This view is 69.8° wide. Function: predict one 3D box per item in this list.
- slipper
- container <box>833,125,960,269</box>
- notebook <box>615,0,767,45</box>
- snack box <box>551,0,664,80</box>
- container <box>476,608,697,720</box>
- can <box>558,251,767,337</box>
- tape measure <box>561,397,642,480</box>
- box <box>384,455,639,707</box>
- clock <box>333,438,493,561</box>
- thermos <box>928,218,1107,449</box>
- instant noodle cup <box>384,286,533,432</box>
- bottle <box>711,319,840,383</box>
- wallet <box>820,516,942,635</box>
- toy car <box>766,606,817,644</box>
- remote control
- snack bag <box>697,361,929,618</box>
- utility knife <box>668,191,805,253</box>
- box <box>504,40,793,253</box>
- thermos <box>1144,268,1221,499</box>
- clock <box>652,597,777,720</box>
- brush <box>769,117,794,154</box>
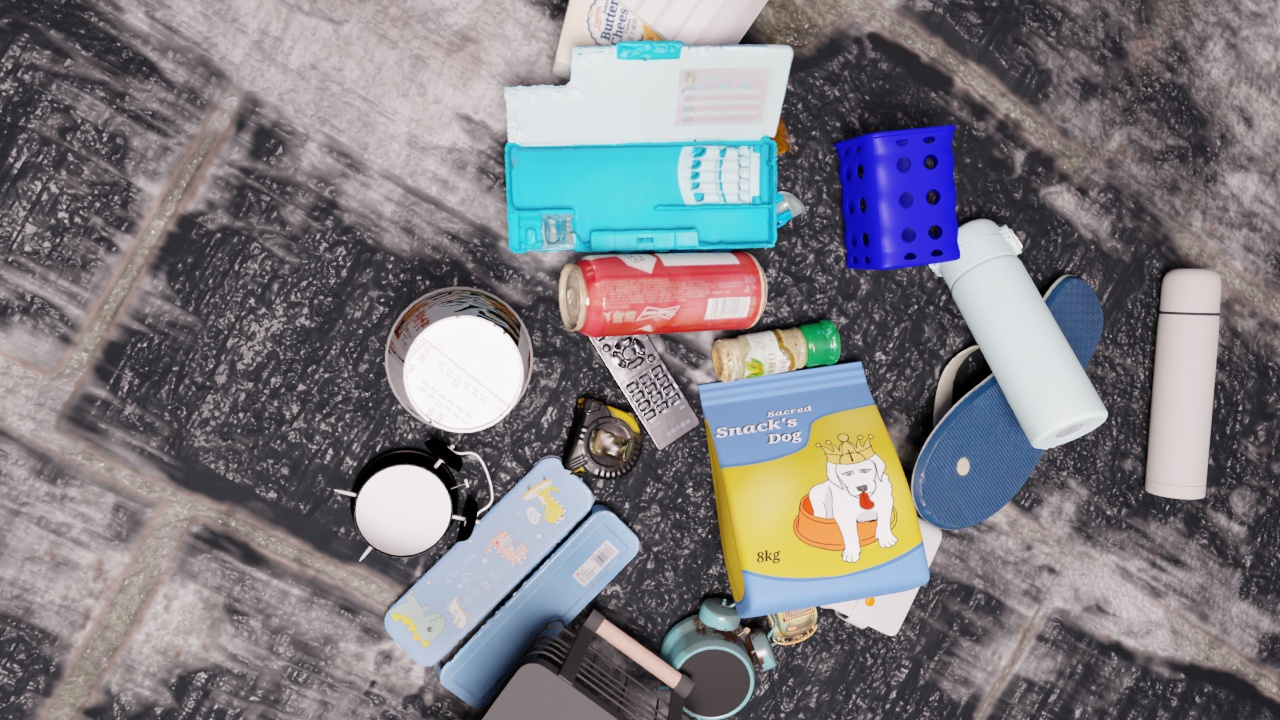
[{"bbox_3d":[0.339,0.039,0.864,0.118,0.060,0.294,47,72,-18],"label":"slipper"},{"bbox_3d":[0.225,-0.140,0.805,0.084,0.085,0.113,-8,98,-11],"label":"container"},{"bbox_3d":[0.016,-0.345,0.718,0.209,0.009,0.142,35,88,-13],"label":"notebook"},{"bbox_3d":[0.001,-0.324,0.752,0.104,0.057,0.208,13,92,-13],"label":"snack box"},{"bbox_3d":[-0.070,0.345,0.741,0.163,0.130,0.241,35,94,3],"label":"container"},{"bbox_3d":[0.021,-0.056,0.764,0.170,0.067,0.067,-4,97,-23],"label":"can"},{"bbox_3d":[-0.031,0.073,0.790,0.062,0.038,0.067,20,79,-19],"label":"tape measure"},{"bbox_3d":[-0.109,0.193,0.793,0.209,0.034,0.127,-45,104,-6],"label":"box"},{"bbox_3d":[-0.184,0.115,0.763,0.120,0.042,0.091,-17,99,-10],"label":"clock"},{"bbox_3d":[0.326,-0.028,0.801,0.078,0.065,0.206,-31,61,25],"label":"thermos"},{"bbox_3d":[-0.140,0.004,0.721,0.123,0.122,0.123,-1,96,-12],"label":"instant noodle cup"},{"bbox_3d":[0.121,-0.008,0.817,0.111,0.043,0.043,-10,97,-11],"label":"bottle"},{"bbox_3d":[0.209,0.186,0.859,0.115,0.037,0.118,28,86,-13],"label":"wallet"},{"bbox_3d":[0.136,0.212,0.839,0.047,0.047,0.112,-17,97,-9],"label":"toy car"},{"bbox_3d":[-0.005,0.005,0.803,0.047,0.022,0.150,-32,99,-7],"label":"remote control"},{"bbox_3d":[0.143,0.107,0.798,0.159,0.102,0.205,-8,71,-4],"label":"snack bag"},{"bbox_3d":[0.069,-0.103,0.811,0.174,0.015,0.031,-31,96,-6],"label":"utility knife"},{"bbox_3d":[0.003,-0.173,0.752,0.227,0.071,0.182,-2,119,-7],"label":"box"},{"bbox_3d":[0.535,0.022,0.904,0.052,0.052,0.224,0,96,-12],"label":"thermos"},{"bbox_3d":[0.073,0.266,0.825,0.090,0.053,0.124,39,98,-11],"label":"clock"},{"bbox_3d":[0.092,-0.237,0.800,0.048,0.017,0.126,-21,100,-9],"label":"brush"}]
